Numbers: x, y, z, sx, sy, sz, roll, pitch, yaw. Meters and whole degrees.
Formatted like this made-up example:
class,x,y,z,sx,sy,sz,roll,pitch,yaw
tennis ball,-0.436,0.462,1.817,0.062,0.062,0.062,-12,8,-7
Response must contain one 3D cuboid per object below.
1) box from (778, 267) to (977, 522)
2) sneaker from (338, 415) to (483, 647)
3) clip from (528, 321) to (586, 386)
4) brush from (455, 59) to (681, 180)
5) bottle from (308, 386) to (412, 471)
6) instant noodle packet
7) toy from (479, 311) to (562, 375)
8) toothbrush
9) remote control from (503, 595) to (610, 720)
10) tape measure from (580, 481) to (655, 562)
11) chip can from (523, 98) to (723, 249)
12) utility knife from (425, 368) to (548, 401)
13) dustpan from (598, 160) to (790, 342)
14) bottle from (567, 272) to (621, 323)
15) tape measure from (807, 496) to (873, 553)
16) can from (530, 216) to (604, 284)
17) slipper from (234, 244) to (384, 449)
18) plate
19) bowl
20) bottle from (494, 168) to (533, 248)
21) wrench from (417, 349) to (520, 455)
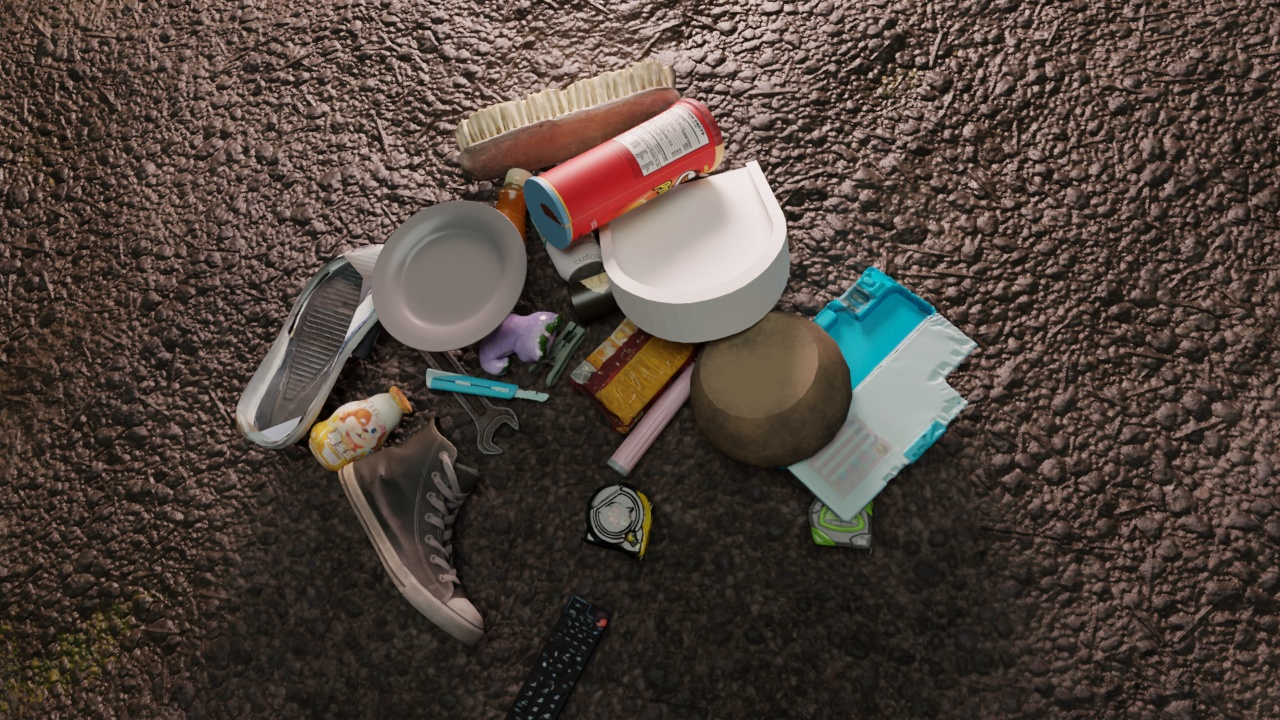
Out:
class,x,y,z,sx,sy,sz,roll,pitch,yaw
box,0.221,0.030,0.924,0.226,0.039,0.181,-43,57,-7
sneaker,-0.202,0.172,0.936,0.120,0.095,0.234,-35,63,-4
clip,-0.089,-0.008,1.012,0.037,0.023,0.075,34,78,19
brush,-0.083,-0.277,1.067,0.271,0.083,0.056,-17,70,3
bottle,-0.302,0.072,0.995,0.109,0.063,0.063,-36,70,-5
instant noodle packet,-0.006,0.006,0.976,0.135,0.040,0.098,-48,52,-7
toy,-0.133,-0.019,1.004,0.100,0.036,0.080,4,65,36
toothbrush,0.042,0.030,0.978,0.026,0.027,0.222,35,79,21
remote control,-0.083,0.310,0.907,0.047,0.022,0.150,26,76,16
tape measure,-0.021,0.161,0.936,0.071,0.042,0.072,13,78,13
chip can,-0.016,-0.205,1.001,0.213,0.087,0.087,-32,69,-22
utility knife,-0.168,0.028,1.004,0.141,0.015,0.022,7,76,8
dustpan,0.053,-0.129,0.958,0.191,0.053,0.257,-14,45,4
bottle,0.013,-0.092,1.011,0.184,0.045,0.045,-20,70,2
tape measure,0.198,0.156,0.908,0.066,0.036,0.058,8,82,12
can,-0.082,-0.137,1.036,0.055,0.055,0.101,-28,70,-2
slipper,-0.349,-0.016,1.028,0.111,0.063,0.263,17,67,21
plate,-0.208,-0.092,0.999,0.178,0.012,0.178,-4,71,11
bowl,0.123,0.020,0.904,0.162,0.070,0.162,-10,59,16
bottle,-0.157,-0.139,1.045,0.059,0.059,0.167,10,74,11
wrench,-0.227,-0.003,1.037,0.070,0.010,0.273,-40,71,-5
